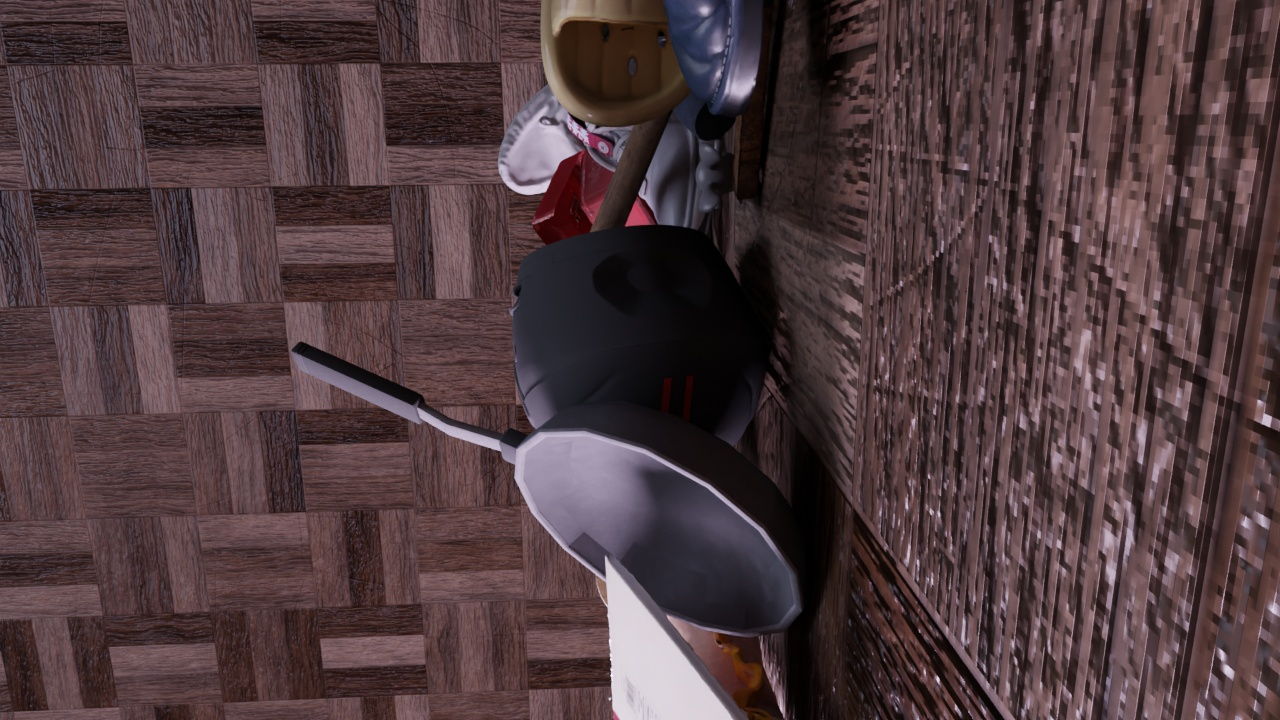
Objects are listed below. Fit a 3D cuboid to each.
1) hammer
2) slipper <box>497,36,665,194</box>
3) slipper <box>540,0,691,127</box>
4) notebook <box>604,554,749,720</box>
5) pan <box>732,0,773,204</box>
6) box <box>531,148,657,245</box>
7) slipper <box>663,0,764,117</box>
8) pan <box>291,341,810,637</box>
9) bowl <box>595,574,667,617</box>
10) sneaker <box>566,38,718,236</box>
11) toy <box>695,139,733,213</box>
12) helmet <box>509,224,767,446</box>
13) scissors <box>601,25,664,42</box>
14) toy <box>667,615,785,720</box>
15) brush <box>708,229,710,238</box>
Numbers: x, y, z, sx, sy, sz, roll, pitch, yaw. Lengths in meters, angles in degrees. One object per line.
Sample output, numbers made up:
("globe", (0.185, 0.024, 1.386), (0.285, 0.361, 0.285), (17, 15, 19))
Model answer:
("hammer", (-0.028, -0.112, 0.772), (0.129, 0.040, 0.323), (53, 133, 34))
("slipper", (-0.052, -0.266, 0.975), (0.112, 0.247, 0.074), (54, -167, 2))
("slipper", (0.001, -0.275, 0.547), (0.079, 0.111, 0.261), (-174, 87, -80))
("notebook", (0.036, 0.224, 0.502), (0.209, 0.012, 0.153), (42, 143, 46))
("pan", (0.065, -0.237, 0.495), (0.207, 0.040, 0.358), (-94, -2, -46))
("box", (-0.013, -0.137, 0.939), (0.157, 0.113, 0.134), (50, -148, -32))
("slipper", (0.005, -0.237, 0.391), (0.108, 0.083, 0.266), (-99, 1, -59))
("pan", (-0.064, 0.054, 0.545), (0.041, 0.357, 0.179), (-56, -23, -33))
("bowl", (0.022, 0.200, 0.839), (0.062, 0.115, 0.115), (69, -167, -50))
("sneaker", (0.001, -0.192, 0.815), (0.097, 0.128, 0.262), (89, 174, -56))
("toy", (0.054, -0.131, 0.647), (0.111, 0.030, 0.049), (-46, -43, -71))
("helmet", (-0.004, 0.004, 0.632), (0.265, 0.164, 0.170), (151, 113, -77))
("scissors", (0.010, -0.245, 0.649), (0.209, 0.015, 0.142), (-49, -12, -7))
("toy", (0.055, 0.176, 0.597), (0.264, 0.065, 0.196), (-118, 22, -80))
("brush", (0.057, -0.125, 0.853), (0.039, 0.012, 0.151), (94, 174, -50))
